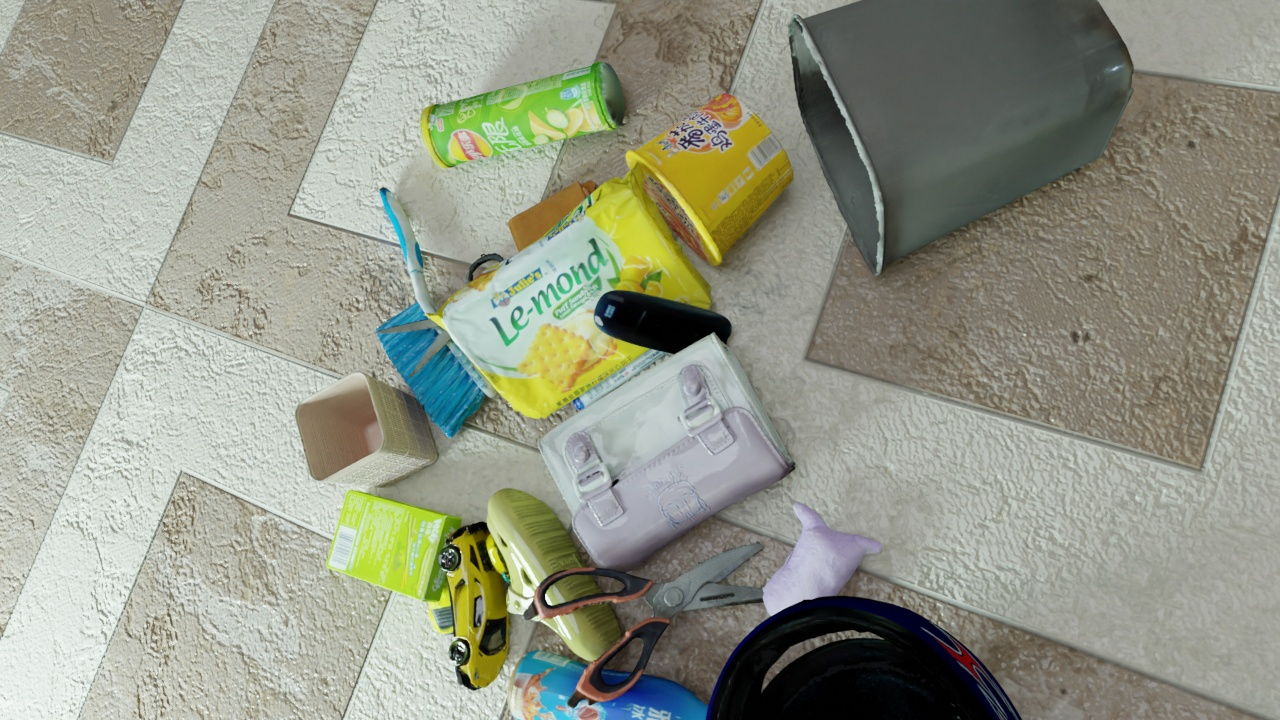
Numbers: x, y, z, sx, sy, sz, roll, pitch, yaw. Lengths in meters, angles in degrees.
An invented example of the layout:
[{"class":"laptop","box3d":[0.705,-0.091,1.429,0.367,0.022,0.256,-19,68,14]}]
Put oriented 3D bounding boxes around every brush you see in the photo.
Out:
[{"class":"brush","box3d":[-0.246,-0.061,1.003,0.109,0.060,0.314,-41,64,0]}]

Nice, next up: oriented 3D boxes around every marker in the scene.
[{"class":"marker","box3d":[-0.005,0.005,0.912,0.146,0.017,0.017,-34,68,9]}]

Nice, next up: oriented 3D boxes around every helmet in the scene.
[{"class":"helmet","box3d":[0.167,0.316,0.643,0.247,0.240,0.315,-17,80,11]}]

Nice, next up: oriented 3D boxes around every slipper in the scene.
[{"class":"slipper","box3d":[-0.095,0.208,0.856,0.082,0.091,0.190,-41,70,9]}]

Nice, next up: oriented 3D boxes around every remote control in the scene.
[{"class":"remote control","box3d":[0.023,-0.031,0.861,0.024,0.136,0.053,-107,34,-58]}]

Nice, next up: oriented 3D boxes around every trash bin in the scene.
[{"class":"trash bin","box3d":[0.263,-0.219,0.783,0.220,0.199,0.198,-22,70,7]}]

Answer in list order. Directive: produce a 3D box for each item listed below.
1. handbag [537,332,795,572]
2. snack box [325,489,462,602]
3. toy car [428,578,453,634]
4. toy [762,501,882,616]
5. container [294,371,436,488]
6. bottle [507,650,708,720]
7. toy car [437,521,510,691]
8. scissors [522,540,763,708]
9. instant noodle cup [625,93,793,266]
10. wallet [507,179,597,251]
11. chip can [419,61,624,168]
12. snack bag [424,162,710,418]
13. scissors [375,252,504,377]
[{"class":"handbag","box3d":[0.023,0.087,0.842,0.197,0.098,0.145,-32,73,10]},{"class":"snack box","box3d":[-0.253,0.186,0.933,0.157,0.026,0.085,5,77,36]},{"class":"toy car","box3d":[-0.195,0.220,0.920,0.048,0.032,0.105,-16,70,16]},{"class":"toy","box3d":[0.147,0.186,0.797,0.084,0.039,0.108,29,90,24]},{"class":"container","box3d":[-0.276,0.076,0.942,0.090,0.111,0.090,-28,69,12]},{"class":"bottle","box3d":[-0.009,0.309,0.811,0.219,0.065,0.065,6,78,21]},{"class":"toy car","box3d":[-0.154,0.234,0.880,0.041,0.071,0.155,-13,75,21]},{"class":"scissors","box3d":[0.008,0.219,0.803,0.189,0.015,0.221,31,71,4]},{"class":"instant noodle cup","box3d":[0.070,-0.177,0.873,0.110,0.138,0.138,-41,66,-3]},{"class":"wallet","box3d":[-0.073,-0.117,0.960,0.108,0.031,0.131,-29,66,10]},{"class":"chip can","box3d":[-0.126,-0.265,0.996,0.222,0.072,0.072,-8,74,19]},{"class":"snack bag","box3d":[-0.063,-0.058,0.884,0.247,0.158,0.068,-33,31,9]},{"class":"scissors","box3d":[-0.183,-0.049,0.955,0.181,0.014,0.159,2,56,-5]}]
